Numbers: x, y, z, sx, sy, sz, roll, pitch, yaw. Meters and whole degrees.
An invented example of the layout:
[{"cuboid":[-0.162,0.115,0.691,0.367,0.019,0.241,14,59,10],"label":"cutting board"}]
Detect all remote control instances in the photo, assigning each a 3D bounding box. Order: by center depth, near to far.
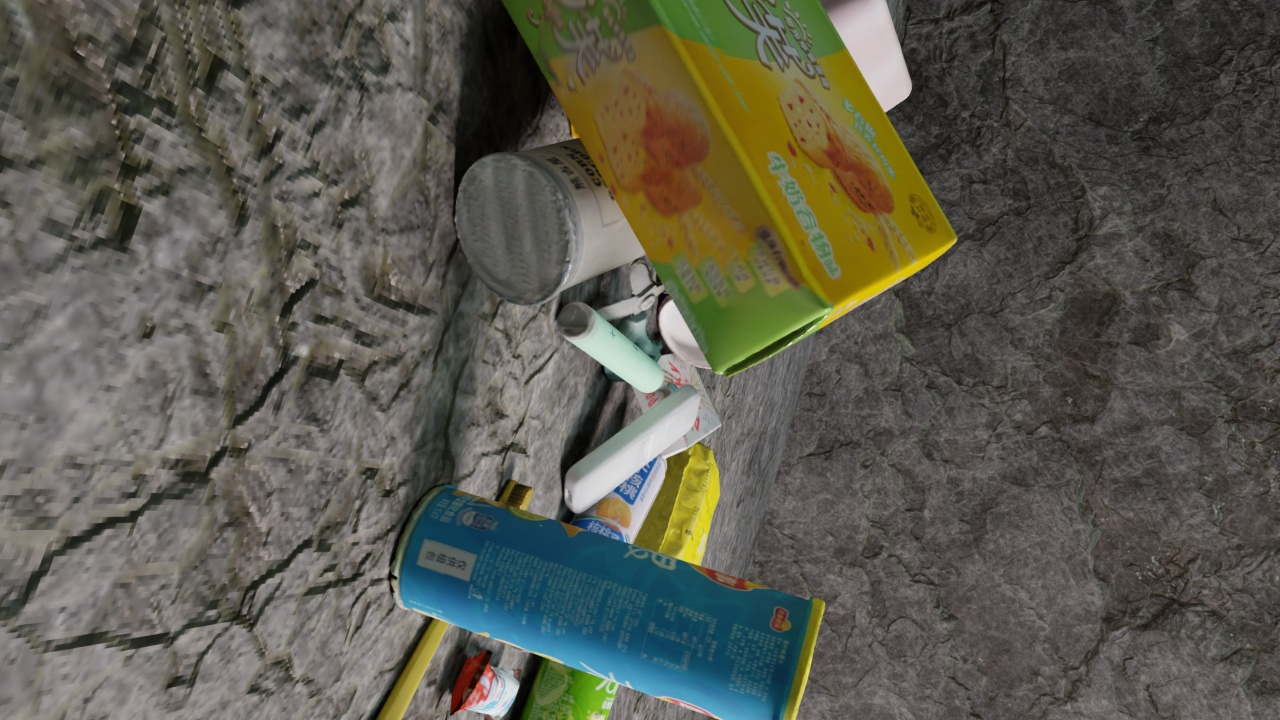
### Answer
[{"cuboid":[-0.006,0.069,0.728,0.135,0.020,0.056,-35,153,-27],"label":"remote control"}]

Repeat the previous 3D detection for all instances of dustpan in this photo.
[{"cuboid":[0.126,-0.288,0.787,0.222,0.139,0.273,27,36,-61],"label":"dustpan"}]

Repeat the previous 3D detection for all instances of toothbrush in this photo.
[{"cuboid":[-0.109,0.147,0.534,0.016,0.017,0.189,88,22,-48],"label":"toothbrush"},{"cuboid":[-0.004,0.004,0.690,0.027,0.026,0.224,67,13,24],"label":"toothbrush"}]

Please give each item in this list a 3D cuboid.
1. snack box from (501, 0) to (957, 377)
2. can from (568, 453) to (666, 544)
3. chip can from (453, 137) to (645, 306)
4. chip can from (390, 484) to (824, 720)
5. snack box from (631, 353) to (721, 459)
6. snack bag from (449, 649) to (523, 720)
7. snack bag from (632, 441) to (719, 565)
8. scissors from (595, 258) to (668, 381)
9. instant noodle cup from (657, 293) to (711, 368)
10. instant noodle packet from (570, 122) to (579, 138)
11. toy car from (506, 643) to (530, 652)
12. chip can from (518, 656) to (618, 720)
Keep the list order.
[{"cuboid":[0.049,-0.115,0.442,0.070,0.210,0.157,-31,176,41],"label":"snack box"},{"cuboid":[-0.022,0.125,0.764,0.134,0.053,0.053,-58,158,-49],"label":"can"},{"cuboid":[0.002,-0.093,0.493,0.214,0.071,0.071,-29,135,-49],"label":"chip can"},{"cuboid":[-0.018,0.125,0.468,0.071,0.210,0.071,15,89,-75],"label":"chip can"},{"cuboid":[0.034,0.037,0.858,0.084,0.027,0.156,67,15,3],"label":"snack box"},{"cuboid":[-0.103,0.221,0.616,0.048,0.026,0.104,-56,159,-20],"label":"snack bag"},{"cuboid":[0.042,0.191,1.048,0.247,0.068,0.157,75,34,-65],"label":"snack bag"},{"cuboid":[0.026,-0.052,0.707,0.181,0.019,0.170,-39,158,-12],"label":"scissors"},{"cuboid":[0.073,-0.052,0.861,0.099,0.112,0.112,-48,151,-41],"label":"instant noodle cup"},{"cuboid":[-0.004,-0.178,0.553,0.111,0.044,0.128,80,28,-67],"label":"instant noodle packet"},{"cuboid":[-0.076,0.167,0.648,0.042,0.034,0.091,-49,149,-52],"label":"toy car"},{"cuboid":[-0.055,0.270,0.753,0.073,0.072,0.220,73,35,-64],"label":"chip can"}]
